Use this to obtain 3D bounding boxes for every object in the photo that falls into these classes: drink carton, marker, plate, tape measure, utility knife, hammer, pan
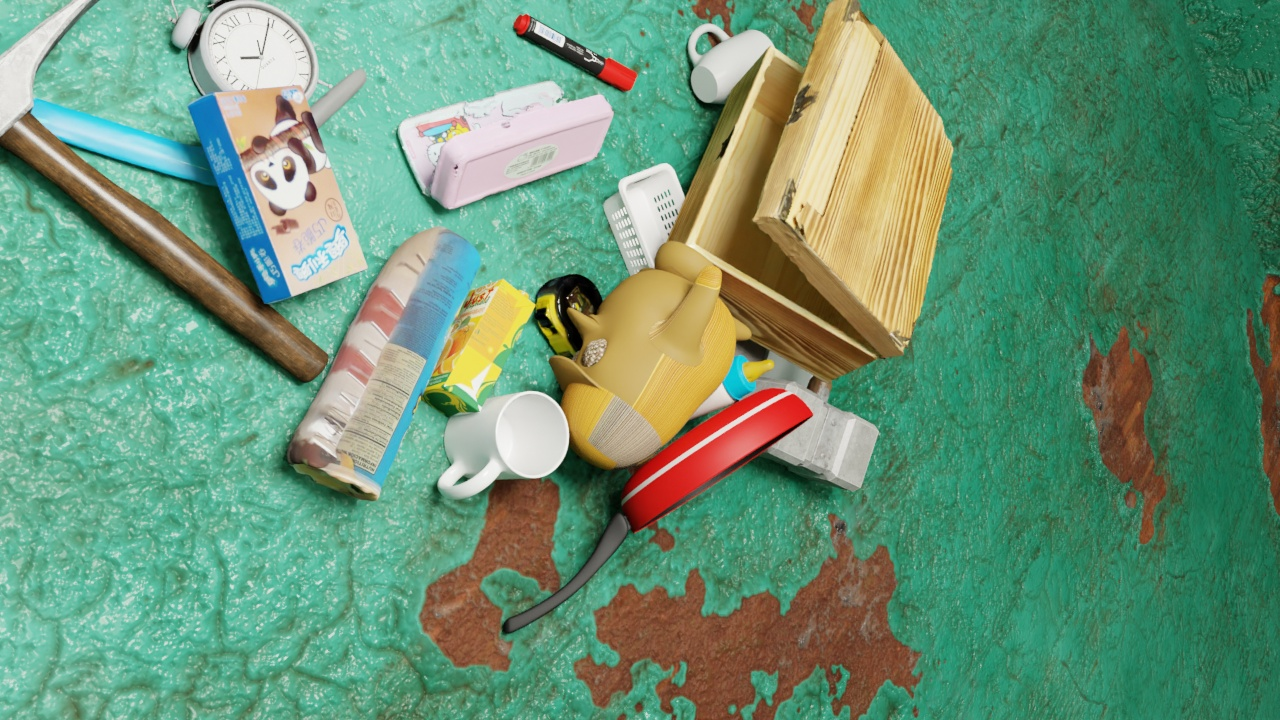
[{"bbox_3d":[-0.146,-0.013,0.819,0.041,0.058,0.122,40,60,-29],"label":"drink carton"},{"bbox_3d":[-0.274,-0.201,0.772,0.138,0.016,0.022,-57,149,-31],"label":"marker"},{"bbox_3d":[0.159,-0.002,1.090,0.134,0.011,0.134,-6,101,-36],"label":"plate"},{"bbox_3d":[-0.066,-0.321,0.956,0.145,0.024,0.021,18,35,-37],"label":"marker"},{"bbox_3d":[-0.068,-0.048,0.902,0.072,0.042,0.071,51,58,-22],"label":"tape measure"},{"bbox_3d":[-0.380,-0.162,0.675,0.173,0.015,0.031,16,70,-36],"label":"utility knife"},{"bbox_3d":[0.228,-0.024,1.076,0.162,0.083,0.317,26,80,-34],"label":"hammer"},{"bbox_3d":[-0.331,-0.115,0.681,0.300,0.037,0.217,46,66,-29],"label":"hammer"},{"bbox_3d":[0.012,0.136,0.879,0.355,0.209,0.067,-31,79,-14],"label":"pan"}]

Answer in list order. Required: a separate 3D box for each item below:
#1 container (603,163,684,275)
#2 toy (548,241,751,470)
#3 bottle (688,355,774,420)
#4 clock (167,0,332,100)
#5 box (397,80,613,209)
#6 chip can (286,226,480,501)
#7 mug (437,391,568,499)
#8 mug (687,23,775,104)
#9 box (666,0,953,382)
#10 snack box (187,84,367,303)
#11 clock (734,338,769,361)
[{"bbox_3d":[0.014,-0.135,0.977,0.080,0.050,0.129,-30,103,-39],"label":"container"},{"bbox_3d":[-0.005,0.005,0.852,0.162,0.199,0.203,35,68,-6],"label":"toy"},{"bbox_3d":[0.071,0.026,0.936,0.051,0.146,0.051,39,40,-42],"label":"bottle"},{"bbox_3d":[-0.314,-0.246,0.729,0.122,0.035,0.094,50,56,-25],"label":"clock"},{"bbox_3d":[-0.130,-0.217,0.871,0.201,0.088,0.095,-30,69,-39],"label":"box"},{"bbox_3d":[-0.208,-0.003,0.758,0.079,0.080,0.229,34,62,-31],"label":"chip can"},{"bbox_3d":[-0.129,0.079,0.798,0.110,0.091,0.074,-48,114,-34],"label":"mug"},{"bbox_3d":[0.094,-0.351,1.076,0.089,0.071,0.107,-33,77,-29],"label":"mug"},{"bbox_3d":[0.201,-0.160,0.925,0.257,0.216,0.278,29,63,-15],"label":"box"},{"bbox_3d":[-0.270,-0.127,0.693,0.087,0.034,0.151,-39,116,-59],"label":"snack box"},{"bbox_3d":[0.093,-0.035,1.007,0.159,0.045,0.122,-47,113,-16],"label":"clock"}]
